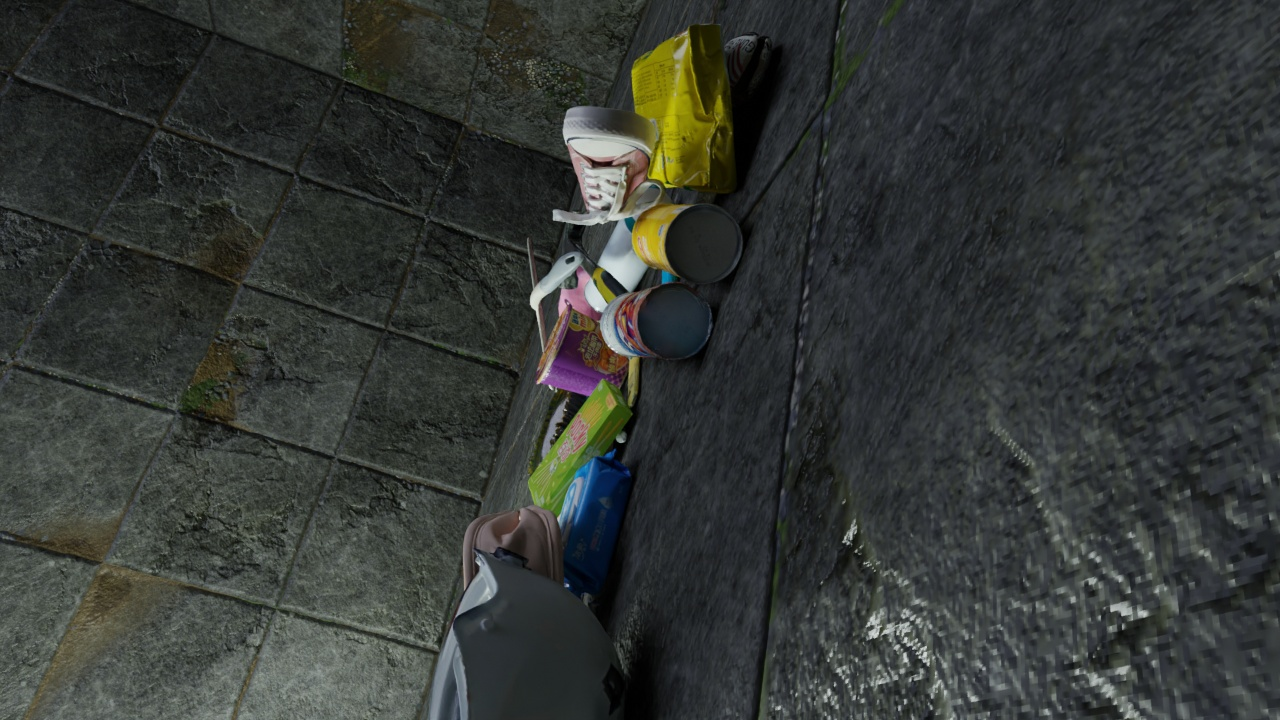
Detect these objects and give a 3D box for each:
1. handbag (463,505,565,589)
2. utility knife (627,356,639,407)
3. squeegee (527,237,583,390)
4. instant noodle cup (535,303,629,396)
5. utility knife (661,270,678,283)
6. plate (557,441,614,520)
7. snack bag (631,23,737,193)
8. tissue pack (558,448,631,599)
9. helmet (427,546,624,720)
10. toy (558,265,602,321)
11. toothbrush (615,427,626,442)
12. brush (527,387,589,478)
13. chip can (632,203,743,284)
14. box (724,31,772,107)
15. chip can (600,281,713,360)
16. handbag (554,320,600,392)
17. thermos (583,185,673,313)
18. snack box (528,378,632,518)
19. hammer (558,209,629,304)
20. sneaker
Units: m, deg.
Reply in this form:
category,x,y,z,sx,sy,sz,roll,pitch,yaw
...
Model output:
category,x,y,z,sx,sy,sz,roll,pitch,yaw
handbag,-0.122,0.234,0.925,0.234,0.093,0.193,-143,49,-82
utility knife,-0.006,0.006,1.087,0.151,0.018,0.031,-96,20,-56
squeegee,-0.130,-0.103,1.303,0.247,0.039,0.246,142,121,-66
instant noodle cup,-0.068,-0.004,1.163,0.111,0.099,0.111,-159,91,-79
utility knife,0.035,-0.117,1.063,0.165,0.018,0.034,-86,18,-49
plate,-0.082,0.174,1.108,0.192,0.039,0.192,-163,91,-80
snack bag,0.042,-0.253,0.955,0.246,0.068,0.158,-126,26,-76
tissue pack,-0.054,0.169,0.934,0.095,0.052,0.157,136,150,-70
helmet,-0.091,0.267,0.692,0.259,0.146,0.229,166,122,-81
toy,-0.086,-0.084,1.450,0.195,0.074,0.178,100,154,-50
toothbrush,-0.032,0.075,1.095,0.191,0.018,0.016,-145,74,-77
brush,-0.095,0.102,1.212,0.055,0.073,0.143,10,78,58
chip can,0.040,-0.116,0.881,0.213,0.072,0.072,-132,61,-78
box,0.105,-0.299,0.960,0.074,0.064,0.164,-46,14,5
chip can,0.011,-0.036,0.899,0.215,0.071,0.071,-172,100,-79
handbag,-0.072,0.010,1.307,0.163,0.063,0.179,-86,21,-48
thermos,-0.015,-0.148,1.243,0.225,0.073,0.073,124,161,-56
snack box,-0.071,0.101,1.047,0.156,0.026,0.085,-54,23,9
hammer,-0.050,-0.105,1.194,0.323,0.031,0.126,-129,43,-58
sneaker,-0.032,-0.186,0.942,0.241,0.118,0.087,80,-165,-83
